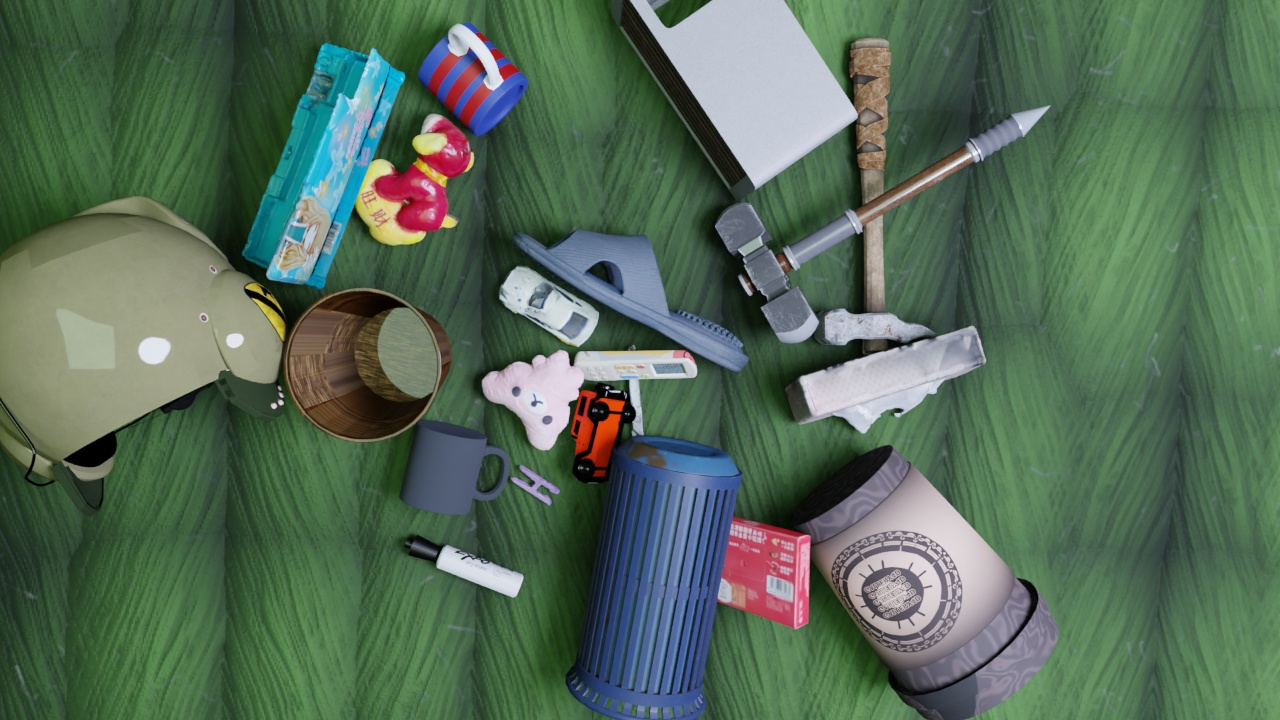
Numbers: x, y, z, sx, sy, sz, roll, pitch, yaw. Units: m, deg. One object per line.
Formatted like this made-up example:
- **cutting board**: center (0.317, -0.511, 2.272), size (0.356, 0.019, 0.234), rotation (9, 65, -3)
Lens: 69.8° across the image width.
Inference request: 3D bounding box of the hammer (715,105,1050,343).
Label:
- **hammer**: center (0.239, -0.154, 0.882), size (0.323, 0.043, 0.156), rotation (-30, 77, 13)

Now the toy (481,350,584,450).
- **toy**: center (-0.100, 0.031, 0.923), size (0.096, 0.052, 0.099), rotation (-40, 97, 19)

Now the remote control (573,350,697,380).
- **remote control**: center (-0.005, 0.005, 0.920), size (0.126, 0.038, 0.018), rotation (-2, 61, 15)

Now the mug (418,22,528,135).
- **mug**: center (-0.158, -0.275, 0.874), size (0.076, 0.112, 0.074), rotation (44, 75, -5)

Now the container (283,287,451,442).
- **container**: center (-0.239, 0.000, 0.860), size (0.132, 0.167, 0.132), rotation (0, 94, -3)

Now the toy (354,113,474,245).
- **toy**: center (-0.218, -0.171, 0.904), size (0.105, 0.067, 0.137), rotation (44, 97, -1)

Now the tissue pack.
- **tissue pack**: center (0.245, 0.026, 0.923), size (0.181, 0.104, 0.071), rotation (-19, 79, -4)

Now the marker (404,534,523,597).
- **marker**: center (-0.183, 0.211, 0.949), size (0.126, 0.025, 0.025), rotation (23, 92, -4)

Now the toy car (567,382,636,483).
- **toy car**: center (-0.043, 0.074, 0.932), size (0.049, 0.051, 0.100), rotation (18, 96, 39)

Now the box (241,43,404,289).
- **box**: center (-0.292, -0.181, 0.862), size (0.083, 0.172, 0.227), rotation (21, 93, -34)

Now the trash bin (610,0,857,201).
- **trash bin**: center (0.085, -0.286, 0.882), size (0.114, 0.114, 0.229), rotation (-35, 95, 0)

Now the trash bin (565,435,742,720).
- **trash bin**: center (0.017, 0.206, 0.898), size (0.139, 0.139, 0.249), rotation (10, 94, -3)

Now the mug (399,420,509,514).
- **mug**: center (-0.183, 0.110, 0.926), size (0.105, 0.071, 0.077), rotation (13, 93, -30)

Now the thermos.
- **thermos**: center (0.268, 0.211, 0.905), size (0.172, 0.172, 0.226), rotation (-39, 88, 0)

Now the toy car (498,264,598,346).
- **toy car**: center (-0.094, -0.055, 0.932), size (0.105, 0.033, 0.048), rotation (31, 93, -3)

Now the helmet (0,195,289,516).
- **helmet**: center (-0.438, -0.018, 0.795), size (0.250, 0.255, 0.233), rotation (-28, 97, -1)

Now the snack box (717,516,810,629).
- **snack box**: center (0.110, 0.206, 0.917), size (0.021, 0.133, 0.089), rotation (-3, 96, -42)

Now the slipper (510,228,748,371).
- **slipper**: center (0.001, -0.078, 0.902), size (0.263, 0.101, 0.082), rotation (28, 93, -8)

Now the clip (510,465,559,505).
- **clip**: center (-0.107, 0.127, 0.953), size (0.037, 0.013, 0.053), rotation (-40, 97, 1)

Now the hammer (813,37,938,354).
- **hammer**: center (0.238, -0.165, 0.936), size (0.121, 0.049, 0.319), rotation (-2, 92, -5)

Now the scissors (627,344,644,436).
- **scissors**: center (-0.012, 0.071, 0.952), size (0.090, 0.014, 0.171), rotation (-26, 97, -3)
